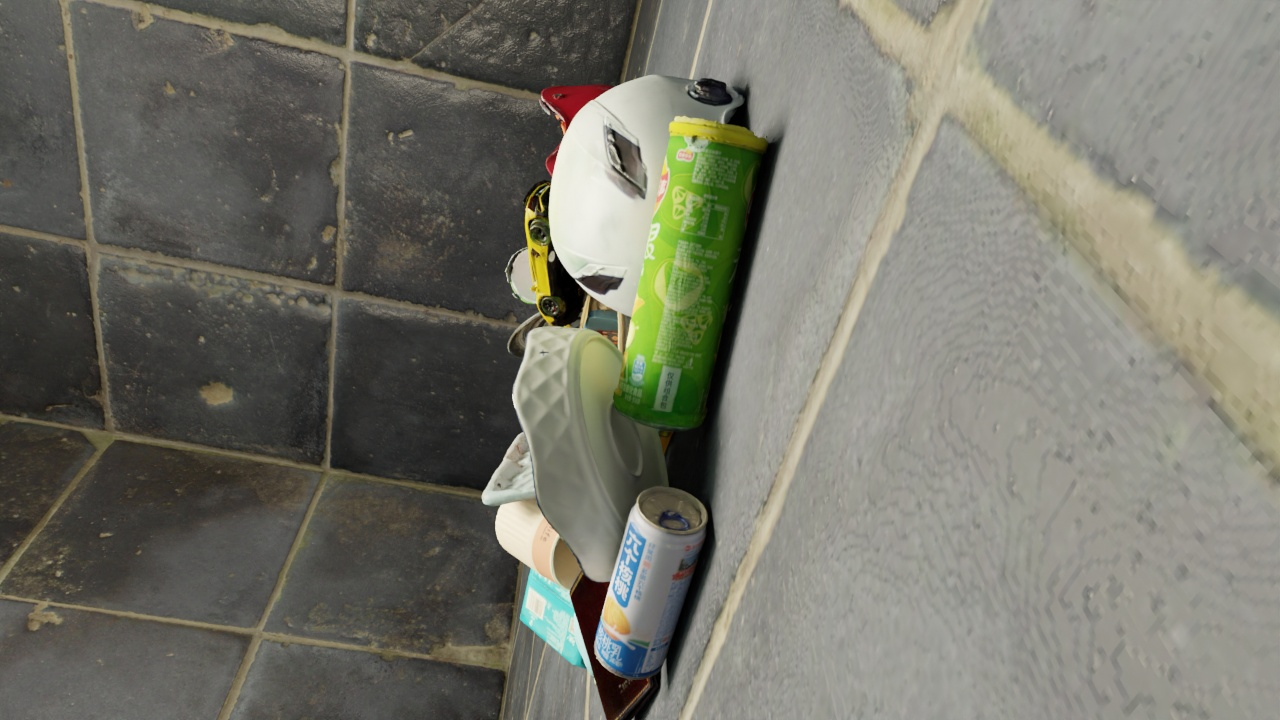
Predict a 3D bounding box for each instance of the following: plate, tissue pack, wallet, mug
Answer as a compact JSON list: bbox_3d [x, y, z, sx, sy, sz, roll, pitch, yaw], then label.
[{"bbox_3d":[-0.029,0.065,0.709,0.204,0.046,0.205,-17,-90,-73],"label":"plate"},{"bbox_3d":[-0.068,0.249,0.946,0.134,0.050,0.093,20,101,51],"label":"tissue pack"},{"bbox_3d":[-0.081,-0.046,1.153,0.180,0.179,0.024,116,140,-65],"label":"plate"},{"bbox_3d":[-0.023,0.222,0.736,0.097,0.020,0.122,114,142,-46],"label":"wallet"},{"bbox_3d":[-0.071,0.166,0.913,0.106,0.114,0.082,15,121,49],"label":"mug"},{"bbox_3d":[-0.005,0.005,0.924,0.115,0.024,0.087,69,-161,-63],"label":"wallet"}]

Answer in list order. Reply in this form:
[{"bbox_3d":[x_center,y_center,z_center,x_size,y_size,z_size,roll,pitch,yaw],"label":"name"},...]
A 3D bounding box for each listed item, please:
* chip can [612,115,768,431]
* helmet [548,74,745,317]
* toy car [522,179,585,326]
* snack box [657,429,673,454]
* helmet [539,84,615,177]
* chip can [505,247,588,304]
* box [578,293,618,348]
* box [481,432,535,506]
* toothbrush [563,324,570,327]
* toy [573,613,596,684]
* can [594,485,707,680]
[{"bbox_3d":[0.034,-0.059,0.667,0.072,0.072,0.221,-114,35,-78],"label":"chip can"},{"bbox_3d":[-0.007,-0.148,0.821,0.258,0.146,0.229,-92,15,-60],"label":"helmet"},{"bbox_3d":[-0.087,-0.104,0.930,0.071,0.041,0.156,-52,-34,-47],"label":"toy car"},{"bbox_3d":[0.007,0.072,0.864,0.075,0.026,0.154,-86,10,-46],"label":"snack box"},{"bbox_3d":[-0.024,-0.199,1.042,0.207,0.144,0.239,61,-155,-73],"label":"helmet"},{"bbox_3d":[-0.077,-0.114,1.175,0.235,0.072,0.072,-16,-59,-63],"label":"chip can"},{"bbox_3d":[-0.024,-0.040,1.033,0.185,0.090,0.062,114,164,-70],"label":"box"},{"bbox_3d":[-0.076,0.087,0.952,0.059,0.161,0.201,59,-169,-9],"label":"box"},{"bbox_3d":[-0.088,-0.045,1.021,0.015,0.016,0.190,-127,22,-49],"label":"toothbrush"},{"bbox_3d":[-0.025,0.211,0.820,0.162,0.049,0.156,133,149,-61],"label":"toy"},{"bbox_3d":[0.007,0.155,0.637,0.053,0.053,0.135,-93,15,-62],"label":"can"}]
